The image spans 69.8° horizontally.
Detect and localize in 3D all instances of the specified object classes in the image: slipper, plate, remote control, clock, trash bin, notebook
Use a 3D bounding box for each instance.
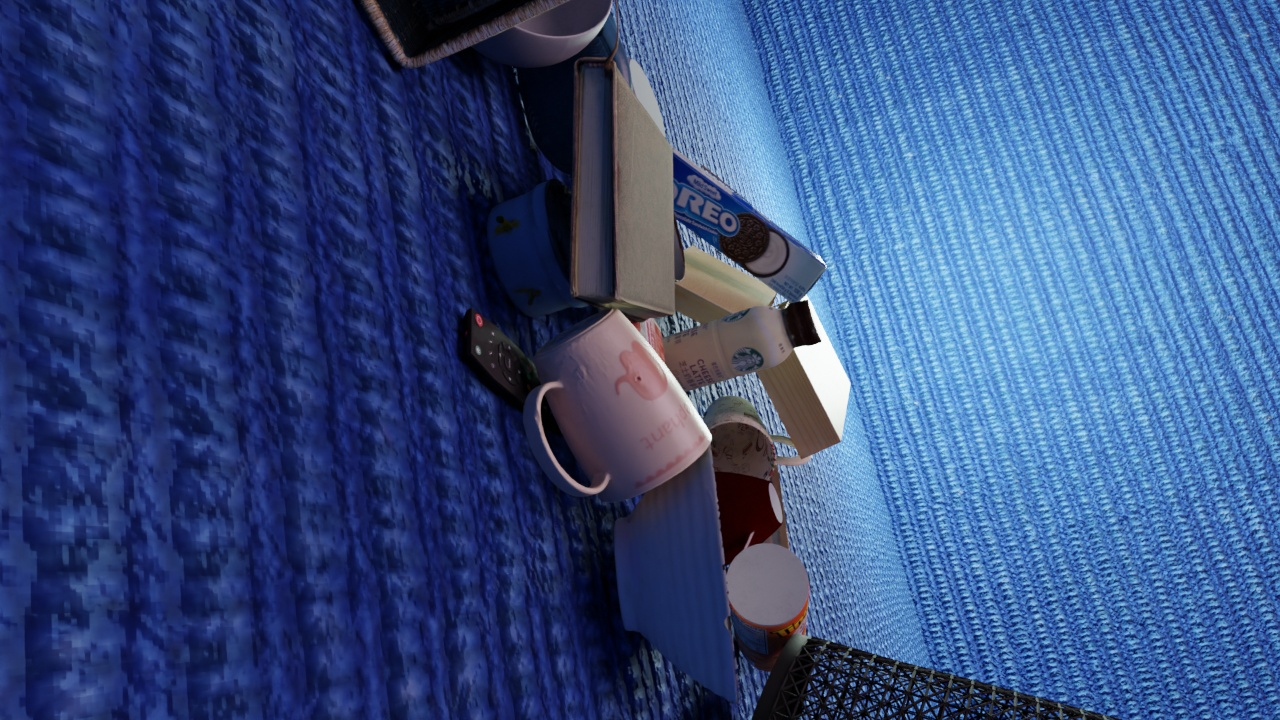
[{"bbox_3d":[-0.054,-0.250,0.739,0.059,0.104,0.213,2,65,-48],"label":"slipper"},{"bbox_3d":[0.001,-0.311,1.115,0.172,0.019,0.173,-17,90,-73],"label":"plate"},{"bbox_3d":[-0.075,0.013,0.574,0.125,0.010,0.039,49,28,-52],"label":"remote control"},{"bbox_3d":[-0.061,-0.077,0.637,0.124,0.052,0.089,-45,116,-72],"label":"clock"},{"bbox_3d":[0.202,0.318,0.655,0.216,0.243,0.217,-48,147,-47],"label":"trash bin"},{"bbox_3d":[-0.007,-0.126,0.640,0.215,0.034,0.190,1,90,-78],"label":"notebook"}]

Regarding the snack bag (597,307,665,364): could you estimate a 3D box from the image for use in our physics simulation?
[{"bbox_3d":[-0.005,0.004,0.759,0.077,0.036,0.115,52,27,-51],"label":"snack bag"}]

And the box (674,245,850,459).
[{"bbox_3d":[0.128,-0.032,0.989,0.261,0.097,0.247,40,17,3],"label":"box"}]

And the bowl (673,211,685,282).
[{"bbox_3d":[-0.012,-0.133,0.836,0.150,0.057,0.150,-17,90,-73],"label":"bowl"}]

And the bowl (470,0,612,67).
[{"bbox_3d":[-0.092,-0.268,0.657,0.131,0.065,0.131,13,65,-29],"label":"bowl"}]

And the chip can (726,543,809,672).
[{"bbox_3d":[0.108,0.214,0.772,0.210,0.062,0.062,73,8,-61],"label":"chip can"}]

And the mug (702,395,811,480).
[{"bbox_3d":[0.113,0.083,0.930,0.097,0.122,0.081,-79,177,-70],"label":"mug"}]

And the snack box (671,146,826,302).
[{"bbox_3d":[0.094,-0.149,0.988,0.226,0.059,0.059,36,16,-7],"label":"snack box"}]

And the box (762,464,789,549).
[{"bbox_3d":[0.157,0.213,1.064,0.148,0.043,0.215,51,27,-41],"label":"box"}]

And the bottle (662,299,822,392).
[{"bbox_3d":[0.078,-0.011,0.815,0.056,0.162,0.056,-17,90,-72],"label":"bottle"}]

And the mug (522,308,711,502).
[{"bbox_3d":[-0.025,0.032,0.575,0.111,0.085,0.104,-38,102,-41],"label":"mug"}]

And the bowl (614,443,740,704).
[{"bbox_3d":[0.021,0.140,0.616,0.177,0.071,0.177,-2,86,-88],"label":"bowl"}]

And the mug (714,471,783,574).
[{"bbox_3d":[0.073,0.141,0.777,0.113,0.088,0.087,-83,150,-54],"label":"mug"}]

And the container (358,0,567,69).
[{"bbox_3d":[-0.086,-0.274,0.522,0.071,0.188,0.145,-86,153,-58],"label":"container"}]
